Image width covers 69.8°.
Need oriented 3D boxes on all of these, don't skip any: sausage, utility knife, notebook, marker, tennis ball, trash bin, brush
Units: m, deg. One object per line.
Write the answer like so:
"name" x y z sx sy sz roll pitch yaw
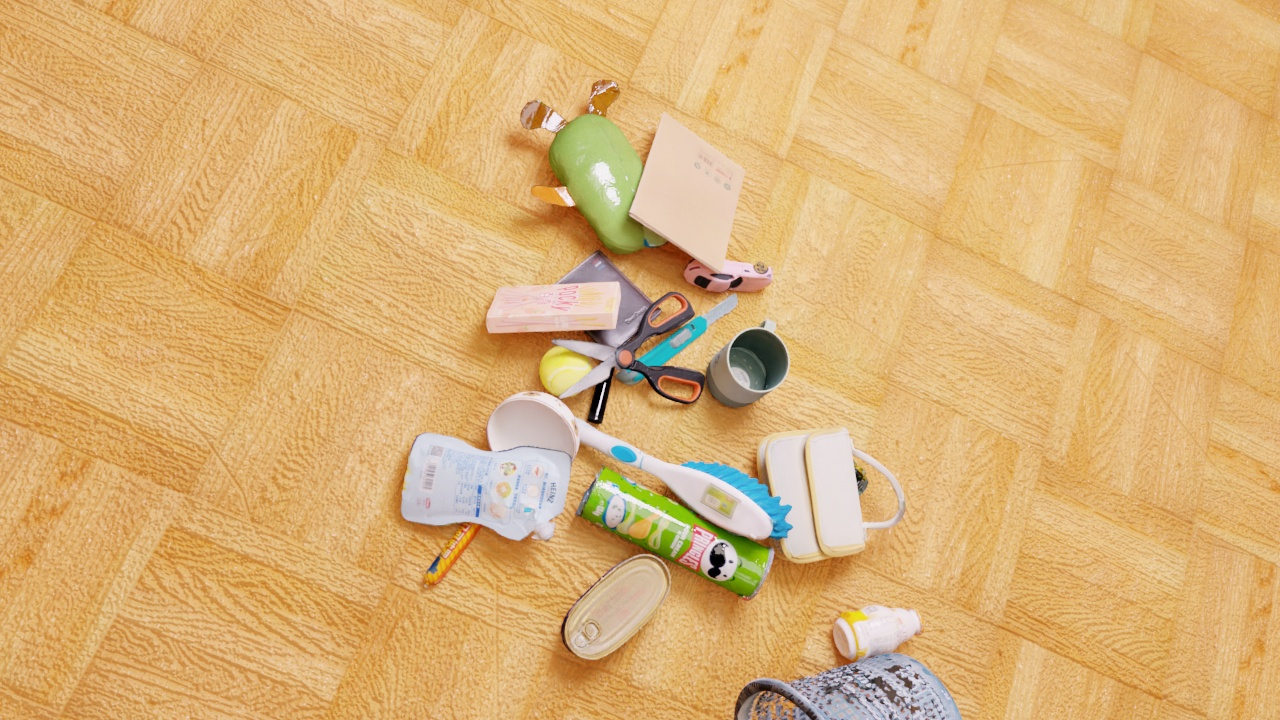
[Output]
"sausage" -0.204 0.201 1.091 0.021 0.021 0.164 36 70 -1
"utility knife" 0.053 -0.029 1.216 0.209 0.013 0.029 -37 103 -19
"notebook" 0.067 -0.227 1.224 0.147 0.008 0.207 31 51 -19
"marker" -0.045 0.017 1.179 0.022 0.020 0.131 22 70 -27
"tennis ball" -0.094 0.013 1.145 0.065 0.066 0.065 3 74 -12
"trash bin" 0.250 0.439 1.044 0.194 0.227 0.226 -14 78 -29
"brush" 0.035 0.135 1.129 0.315 0.109 0.060 28 103 26

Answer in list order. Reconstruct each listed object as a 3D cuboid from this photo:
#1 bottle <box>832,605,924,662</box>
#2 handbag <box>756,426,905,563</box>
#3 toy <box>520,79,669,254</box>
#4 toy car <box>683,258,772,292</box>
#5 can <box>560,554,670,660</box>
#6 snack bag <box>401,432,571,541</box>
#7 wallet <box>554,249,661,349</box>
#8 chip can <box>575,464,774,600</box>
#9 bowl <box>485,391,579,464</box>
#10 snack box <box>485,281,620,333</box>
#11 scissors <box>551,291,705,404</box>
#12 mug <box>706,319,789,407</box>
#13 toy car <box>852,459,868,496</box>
"bottle" 0.298 0.337 1.146 0.108 0.063 0.063 -9 77 -14
"handbag" 0.245 0.164 1.153 0.178 0.063 0.163 -8 85 -6
"toy" -0.051 -0.247 1.214 0.226 0.090 0.246 -21 84 -32
"toy car" 0.119 -0.112 1.233 0.122 0.056 0.037 6 70 -11
"can" -0.030 0.292 1.091 0.148 0.049 0.074 -40 86 -19
"snack bag" -0.180 0.149 1.077 0.191 0.039 0.110 8 75 4
"wallet" -0.047 -0.075 1.193 0.096 0.020 0.122 -41 77 -18
"chip can" 0.041 0.209 1.112 0.236 0.072 0.072 26 71 -1
"bowl" -0.124 0.084 1.111 0.113 0.114 0.062 33 27 -2
"snack box" -0.106 -0.066 1.136 0.157 0.026 0.084 -3 30 5
"scissors" -0.005 -0.011 1.159 0.221 0.022 0.221 33 70 -25
"mug" 0.139 0.001 1.179 0.082 0.106 0.111 27 71 -4
"toy car" 0.257 0.141 1.205 0.043 0.036 0.091 -40 89 -18
